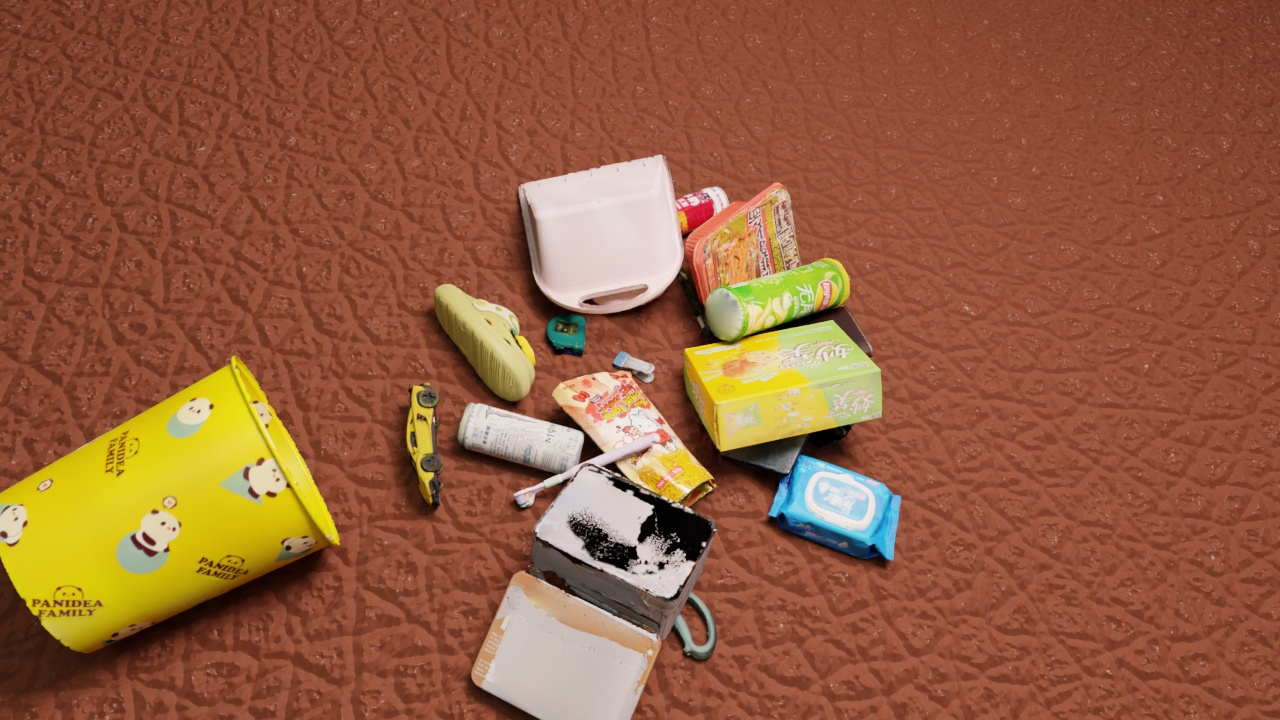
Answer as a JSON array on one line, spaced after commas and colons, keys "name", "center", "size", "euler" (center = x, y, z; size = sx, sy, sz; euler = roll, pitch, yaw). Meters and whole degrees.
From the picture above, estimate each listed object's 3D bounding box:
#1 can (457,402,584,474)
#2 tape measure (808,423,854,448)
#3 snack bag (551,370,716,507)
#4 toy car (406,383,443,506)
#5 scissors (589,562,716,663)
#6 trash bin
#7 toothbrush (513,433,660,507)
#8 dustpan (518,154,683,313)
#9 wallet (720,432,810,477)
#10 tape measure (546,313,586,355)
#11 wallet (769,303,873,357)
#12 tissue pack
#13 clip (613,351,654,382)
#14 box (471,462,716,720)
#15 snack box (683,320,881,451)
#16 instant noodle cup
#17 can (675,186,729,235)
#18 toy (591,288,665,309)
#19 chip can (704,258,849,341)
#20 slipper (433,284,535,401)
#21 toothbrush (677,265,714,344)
[{"name": "can", "center": [-0.144, 0.096, 1.115], "size": [0.147, 0.058, 0.058], "euler": [15, 58, 2]}, {"name": "tape measure", "center": [0.249, 0.076, 1.176], "size": [0.033, 0.066, 0.065], "euler": [44, 64, -4]}, {"name": "snack bag", "center": [-0.003, 0.094, 1.128], "size": [0.128, 0.073, 0.208], "euler": [-18, 60, -46]}, {"name": "toy car", "center": [-0.256, 0.099, 1.090], "size": [0.041, 0.071, 0.155], "euler": [-5, 60, -13]}, {"name": "scissors", "center": [-0.008, 0.296, 1.036], "size": [0.172, 0.019, 0.178], "euler": [42, 63, 16]}, {"name": "trash bin", "center": [-0.481, 0.153, 0.946], "size": [0.255, 0.230, 0.229], "euler": [-28, 66, -17]}, {"name": "toothbrush", "center": [-0.062, 0.127, 1.076], "size": [0.189, 0.029, 0.021], "euler": [-26, 43, 11]}, {"name": "dustpan", "center": [-0.054, -0.174, 1.273], "size": [0.222, 0.139, 0.273], "euler": [-11, 23, 3]}, {"name": "wallet", "center": [0.167, 0.088, 1.163], "size": [0.097, 0.019, 0.120], "euler": [13, 55, 33]}, {"name": "tape measure", "center": [-0.098, -0.036, 1.222], "size": [0.054, 0.025, 0.058], "euler": [5, 58, -6]}, {"name": "wallet", "center": [0.249, -0.030, 1.271], "size": [0.122, 0.020, 0.096], "euler": [-13, 56, -14]}, {"name": "tissue pack", "center": [0.242, 0.179, 1.122], "size": [0.157, 0.052, 0.094], "euler": [20, 58, 5]}, {"name": "clip", "center": [-0.007, 0.008, 1.214], "size": [0.057, 0.030, 0.024], "euler": [23, 56, 18]}, {"name": "box", "center": [-0.047, 0.257, 0.987], "size": [0.179, 0.124, 0.273], "euler": [23, 65, 14]}, {"name": "snack box", "center": [0.173, 0.027, 1.142], "size": [0.210, 0.070, 0.157], "euler": [-12, 27, -7]}, {"name": "instant noodle cup", "center": [0.132, -0.137, 1.251], "size": [0.188, 0.165, 0.079], "euler": [-39, 41, -27]}, {"name": "can", "center": [0.061, -0.210, 1.333], "size": [0.132, 0.053, 0.053], "euler": [-23, 65, -20]}, {"name": "toy", "center": [-0.030, -0.137, 1.280], "size": [0.121, 0.054, 0.159], "euler": [-16, 55, -13]}, {"name": "chip can", "center": [0.183, -0.082, 1.219], "size": [0.220, 0.073, 0.072], "euler": [-17, 61, -36]}, {"name": "slipper", "center": [-0.190, -0.035, 1.173], "size": [0.081, 0.092, 0.190], "euler": [-33, 65, -27]}, {"name": "toothbrush", "center": [0.083, -0.058, 1.266], "size": [0.012, 0.017, 0.185], "euler": [-31, 61, 17]}]
